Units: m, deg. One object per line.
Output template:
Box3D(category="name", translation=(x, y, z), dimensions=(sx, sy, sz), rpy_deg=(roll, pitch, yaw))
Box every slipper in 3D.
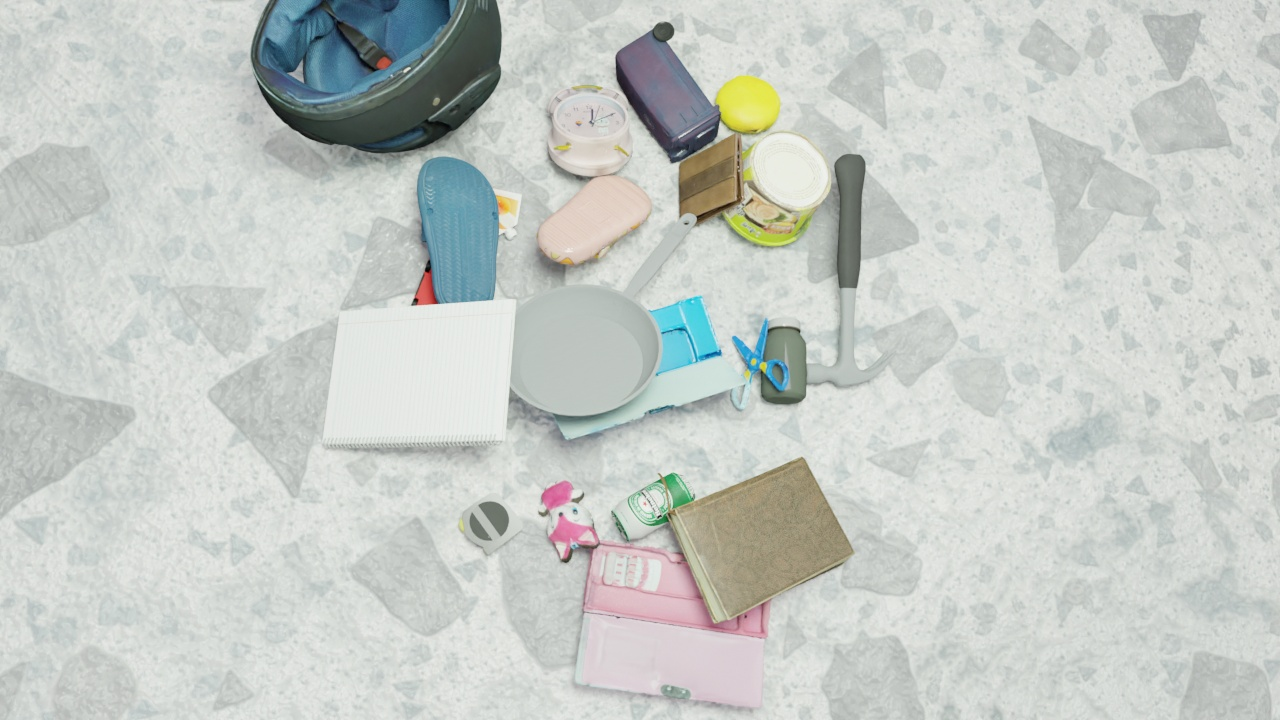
Box3D(category="slipper", translation=(-0.061, -0.170, 1.211), dimensions=(0.093, 0.082, 0.196), rpy_deg=(34, 48, 13))
Box3D(category="slipper", translation=(-0.232, -0.158, 1.179), dimensions=(0.103, 0.059, 0.213), rpy_deg=(-5, 83, -24))

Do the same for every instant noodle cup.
Box3D(category="instant noodle cup", translation=(0.186, -0.238, 1.246), dimensions=(0.146, 0.098, 0.146), rpy_deg=(6, 71, -17))

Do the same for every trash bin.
Box3D(category="trash bin", translation=(0.041, -0.367, 1.273), dimensions=(0.092, 0.094, 0.161), rpy_deg=(-33, 81, -5))

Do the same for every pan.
Box3D(category="pan", translation=(-0.030, -0.063, 1.164), dimensions=(0.201, 0.051, 0.355), rpy_deg=(29, 59, 20))

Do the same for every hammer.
Box3D(category="hammer", translation=(0.283, -0.120, 1.234), dimensions=(0.125, 0.029, 0.311), rpy_deg=(1, 92, -11))

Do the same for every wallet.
Box3D(category="wallet", translation=(0.094, -0.241, 1.239), dimensions=(0.026, 0.121, 0.098), rpy_deg=(11, 72, -34))

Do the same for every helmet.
Box3D(category="helmet", translation=(-0.317, -0.376, 1.148), dimensions=(0.249, 0.236, 0.315), rpy_deg=(37, 75, 3))

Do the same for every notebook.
Box3D(category="notebook", translation=(-0.271, 0.018, 1.118), dimensions=(0.246, 0.013, 0.177), rpy_deg=(-3, 74, 17))
Box3D(category="notebook", translation=(0.141, 0.200, 1.139), dimensions=(0.215, 0.035, 0.190), rpy_deg=(-18, 74, -29))

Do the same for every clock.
Box3D(category="clock", translation=(-0.068, -0.322, 1.249), dimensions=(0.117, 0.059, 0.157), rpy_deg=(-1, 52, -6))

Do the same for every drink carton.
Box3D(category="drink carton", translation=(-0.222, -0.204, 1.226), dimensions=(0.122, 0.039, 0.069), rpy_deg=(10, 74, -12))

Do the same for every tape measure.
Box3D(category="tape measure", translation=(-0.185, 0.202, 1.131), dimensions=(0.064, 0.017, 0.065), rpy_deg=(-36, 83, -16))

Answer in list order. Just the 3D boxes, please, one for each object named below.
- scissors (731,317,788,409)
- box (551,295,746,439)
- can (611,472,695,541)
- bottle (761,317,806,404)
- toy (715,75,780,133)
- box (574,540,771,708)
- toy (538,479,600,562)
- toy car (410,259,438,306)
Box3D(category="scissors", translation=(0.149, 0.010, 1.205), dimensions=(0.015, 0.127, 0.125), rpy_deg=(20, 25, -39))
Box3D(category="box", translation=(-0.007, 0.019, 1.180), dimensions=(0.243, 0.071, 0.170), rpy_deg=(-17, 55, -12))
Box3D(category="can", translation=(0.017, 0.182, 1.147), dimensions=(0.101, 0.053, 0.053), rpy_deg=(-28, 81, -15))
Box3D(category="bottle", translation=(0.190, 0.001, 1.215), dimensions=(0.060, 0.060, 0.108), rpy_deg=(5, 75, -7))
Box3D(category="toy", translation=(0.155, -0.368, 1.317), dimensions=(0.095, 0.041, 0.094), rpy_deg=(-10, 72, -10))
Box3D(category="box", translation=(0.042, 0.320, 1.122), dimensions=(0.232, 0.039, 0.178), rpy_deg=(11, 70, -5))
Box3D(category="toy", translation=(-0.095, 0.194, 1.127), dimensions=(0.066, 0.050, 0.102), rpy_deg=(-30, 68, 19))
Box3D(category="toy car", translation=(-0.269, -0.092, 1.191), dimensions=(0.038, 0.025, 0.089), rpy_deg=(20, 76, -10))
